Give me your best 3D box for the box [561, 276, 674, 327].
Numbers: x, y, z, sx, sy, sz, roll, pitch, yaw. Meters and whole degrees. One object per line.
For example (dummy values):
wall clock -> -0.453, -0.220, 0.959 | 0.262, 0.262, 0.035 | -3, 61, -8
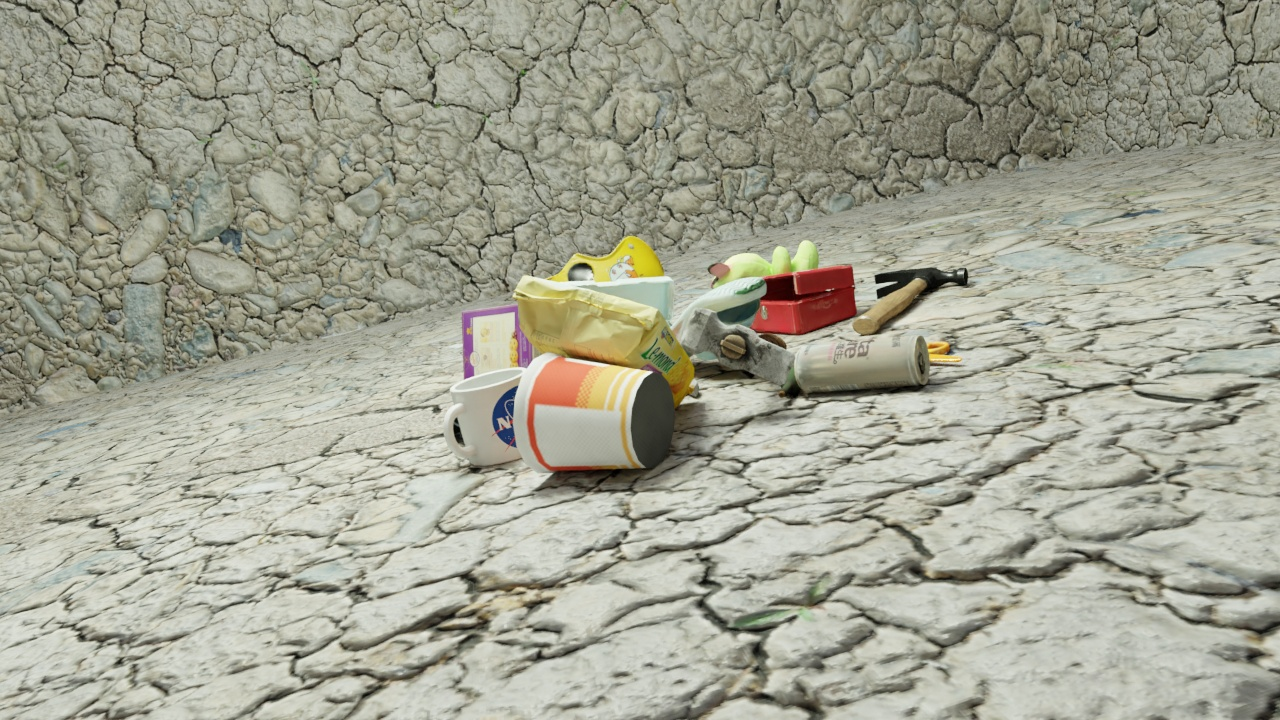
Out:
box -> -0.048, -0.051, 1.310 | 0.197, 0.135, 0.040 | -5, 20, -12

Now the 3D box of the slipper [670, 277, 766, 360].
slipper -> 0.095, -0.036, 1.223 | 0.103, 0.074, 0.246 | -24, -11, -34

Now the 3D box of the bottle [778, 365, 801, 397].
bottle -> 0.174, 0.024, 1.045 | 0.025, 0.025, 0.105 | -7, 12, 26

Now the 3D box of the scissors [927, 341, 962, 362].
scissors -> 0.311, -0.002, 1.051 | 0.128, 0.011, 0.125 | -8, 10, 30

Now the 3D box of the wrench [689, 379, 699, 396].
wrench -> -0.018, 0.036, 1.226 | 0.083, 0.018, 0.274 | -19, 12, -28

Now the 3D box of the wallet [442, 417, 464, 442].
wallet -> -0.197, 0.081, 1.186 | 0.089, 0.026, 0.115 | -18, 12, -26

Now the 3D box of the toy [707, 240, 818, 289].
toy -> 0.214, -0.130, 1.566 | 0.196, 0.107, 0.150 | -20, -24, -10

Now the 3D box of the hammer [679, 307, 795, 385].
hammer -> 0.139, -0.017, 1.100 | 0.121, 0.049, 0.318 | 24, 7, 14

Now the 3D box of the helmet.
helmet -> -0.056, -0.062, 1.409 | 0.240, 0.139, 0.209 | -22, -26, -9

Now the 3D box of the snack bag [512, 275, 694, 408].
snack bag -> -0.034, -0.009, 1.024 | 0.160, 0.068, 0.247 | 14, -15, 19

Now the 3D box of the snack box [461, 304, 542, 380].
snack box -> -0.188, -0.003, 1.280 | 0.148, 0.143, 0.040 | -3, -2, 40

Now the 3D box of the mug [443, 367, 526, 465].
mug -> -0.175, 0.068, 1.054 | 0.091, 0.090, 0.121 | -2, 15, 44

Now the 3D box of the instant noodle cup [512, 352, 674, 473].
instant noodle cup -> -0.041, 0.056, 0.914 | 0.121, 0.123, 0.123 | 2, 17, 28

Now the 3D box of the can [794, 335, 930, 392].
can -> 0.238, 0.005, 0.991 | 0.136, 0.054, 0.054 | -6, 13, 34

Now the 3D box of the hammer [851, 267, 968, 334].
hammer -> 0.382, -0.091, 1.369 | 0.132, 0.040, 0.304 | -1, 16, 35

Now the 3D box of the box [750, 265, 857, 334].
box -> 0.242, -0.095, 1.430 | 0.129, 0.092, 0.158 | -16, 8, -26
